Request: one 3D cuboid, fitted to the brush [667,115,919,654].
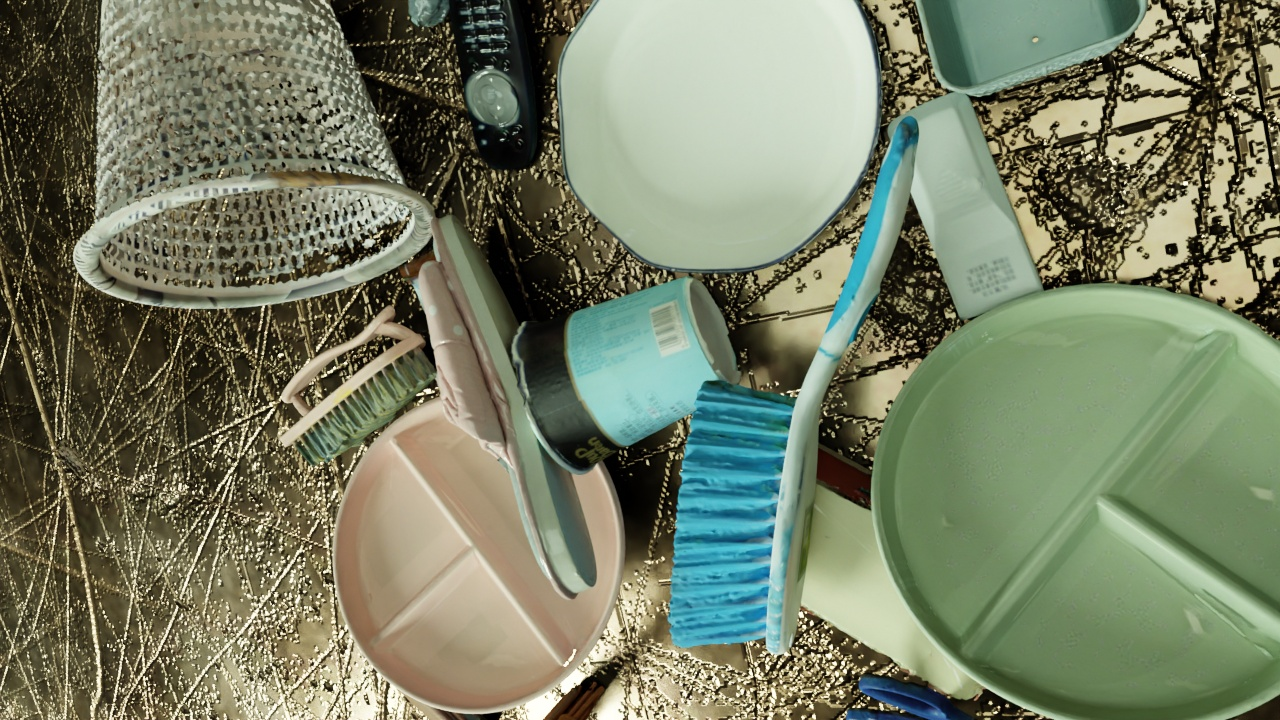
[{"bbox_3d":[0.083,0.021,0.520,0.110,0.060,0.314,8,99,24],"label":"brush"}]

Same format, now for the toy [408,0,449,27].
[{"bbox_3d":[-0.047,-0.343,0.554,0.357,0.091,0.138,-31,115,28],"label":"toy"}]

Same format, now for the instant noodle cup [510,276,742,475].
[{"bbox_3d":[-0.004,0.003,0.596,0.121,0.111,0.111,-23,91,18],"label":"instant noodle cup"}]

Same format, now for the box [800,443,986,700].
[{"bbox_3d":[0.144,0.128,0.562,0.168,0.076,0.091,28,110,18],"label":"box"}]

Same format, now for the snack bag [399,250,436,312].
[{"bbox_3d":[-0.144,-0.032,0.690,0.048,0.026,0.104,-22,91,19],"label":"snack bag"}]

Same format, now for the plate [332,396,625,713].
[{"bbox_3d":[-0.118,0.136,0.671,0.230,0.028,0.229,-3,79,16],"label":"plate"}]

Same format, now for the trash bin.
[{"bbox_3d":[-0.274,-0.160,0.634,0.228,0.227,0.192,-20,79,27],"label":"trash bin"}]

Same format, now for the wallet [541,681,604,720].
[{"bbox_3d":[-0.083,0.300,0.672,0.031,0.131,0.108,36,112,10],"label":"wallet"}]

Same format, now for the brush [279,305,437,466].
[{"bbox_3d":[-0.219,0.019,0.710,0.146,0.063,0.073,-36,89,29],"label":"brush"}]

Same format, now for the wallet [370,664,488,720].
[{"bbox_3d":[-0.172,0.257,0.729,0.124,0.032,0.101,37,154,13],"label":"wallet"}]

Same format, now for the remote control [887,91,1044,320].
[{"bbox_3d":[0.185,-0.089,0.527,0.049,0.024,0.125,-22,92,24],"label":"remote control"}]

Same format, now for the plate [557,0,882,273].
[{"bbox_3d":[0.047,-0.155,0.566,0.205,0.045,0.205,5,103,23],"label":"plate"}]

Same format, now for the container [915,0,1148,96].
[{"bbox_3d":[0.190,-0.185,0.456,0.090,0.111,0.090,-15,95,27],"label":"container"}]

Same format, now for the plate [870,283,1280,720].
[{"bbox_3d":[0.238,0.071,0.479,0.231,0.027,0.229,-9,69,23],"label":"plate"}]

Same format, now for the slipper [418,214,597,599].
[{"bbox_3d":[-0.097,0.030,0.615,0.054,0.114,0.274,-22,78,3],"label":"slipper"}]

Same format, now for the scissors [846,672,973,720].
[{"bbox_3d":[0.193,0.222,0.557,0.175,0.012,0.163,29,149,-21],"label":"scissors"}]

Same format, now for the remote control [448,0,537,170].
[{"bbox_3d":[-0.098,-0.199,0.626,0.053,0.024,0.136,4,119,19],"label":"remote control"}]
